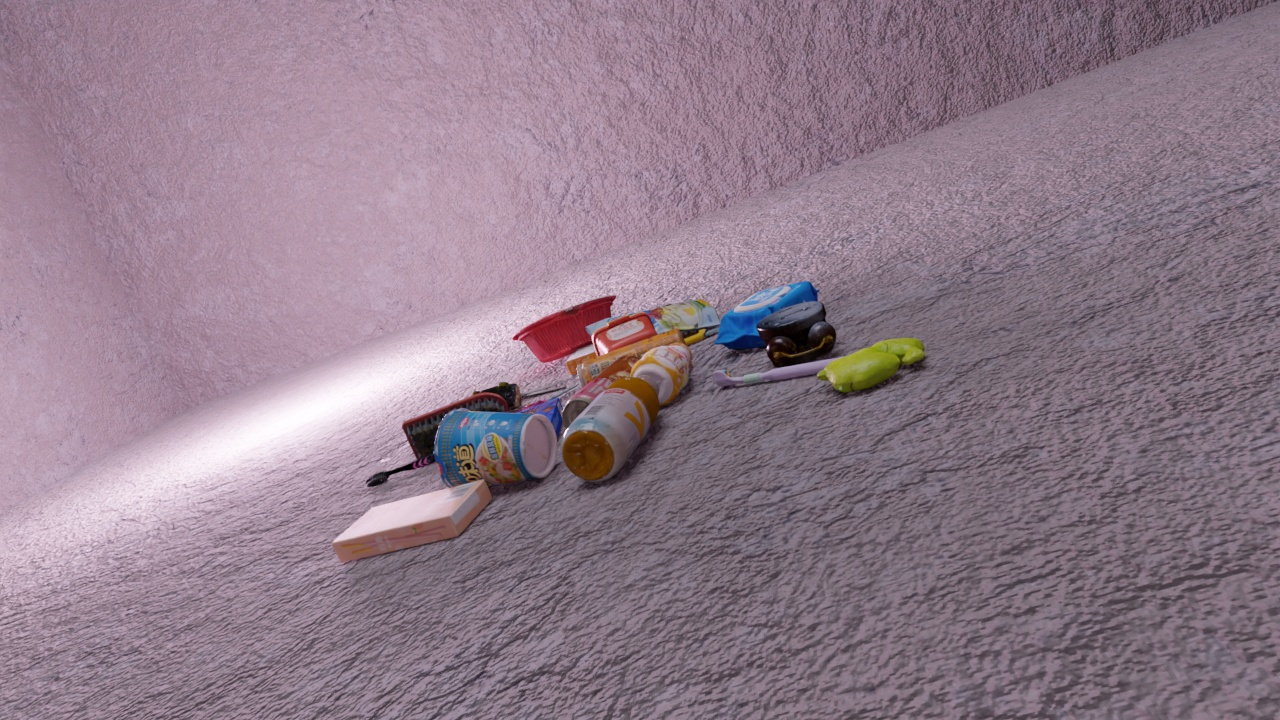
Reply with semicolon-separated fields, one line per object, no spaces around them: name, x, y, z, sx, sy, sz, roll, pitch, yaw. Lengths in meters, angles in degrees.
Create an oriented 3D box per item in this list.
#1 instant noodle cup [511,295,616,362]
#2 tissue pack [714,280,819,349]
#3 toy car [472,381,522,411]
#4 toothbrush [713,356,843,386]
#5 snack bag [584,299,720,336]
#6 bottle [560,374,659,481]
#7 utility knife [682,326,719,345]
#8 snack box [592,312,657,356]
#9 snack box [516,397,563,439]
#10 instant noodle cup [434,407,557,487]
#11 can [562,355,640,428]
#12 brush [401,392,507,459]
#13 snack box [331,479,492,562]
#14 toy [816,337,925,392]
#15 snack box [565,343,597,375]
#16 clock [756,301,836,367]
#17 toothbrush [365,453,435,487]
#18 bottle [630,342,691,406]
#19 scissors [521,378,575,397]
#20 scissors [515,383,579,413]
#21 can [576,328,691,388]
instant noodle cup;-0.120;-0.048;1.565;0.194;0.066;0.194;-21;-3;-1
tissue pack;0.170;-0.061;1.228;0.095;0.052;0.156;-11;16;41
toy car;-0.221;0.063;1.382;0.091;0.035;0.042;-16;56;23
toothbrush;0.164;0.010;1.016;0.190;0.029;0.021;-9;57;39
snack bag;0.017;-0.055;1.399;0.190;0.039;0.110;-13;33;-16
bottle;-0.024;0.064;0.983;0.068;0.068;0.189;-16;13;23
utility knife;0.046;-0.023;1.361;0.193;0.015;0.033;-21;15;0
snack box;-0.014;-0.017;1.294;0.091;0.082;0.080;-23;22;-7
snack box;-0.145;0.091;1.166;0.084;0.026;0.157;-20;12;4
instant noodle cup;-0.156;0.099;1.023;0.110;0.099;0.099;-5;18;27
can;-0.038;0.044;1.117;0.058;0.058;0.147;-14;14;29
brush;-0.257;0.086;1.294;0.145;0.063;0.069;-23;26;-10
snack box;-0.245;0.172;0.987;0.157;0.026;0.084;-17;13;22
toy;0.230;0.003;0.907;0.099;0.031;0.097;-31;17;-39
snack box;-0.041;-0.020;1.471;0.154;0.026;0.075;-19;13;14
clock;0.182;-0.027;1.060;0.082;0.055;0.121;-19;13;6
toothbrush;-0.287;0.136;1.249;0.189;0.014;0.017;-21;22;1
bottle;0.031;0.012;1.125;0.063;0.063;0.108;-15;14;26
scissors;-0.191;0.055;1.435;0.159;0.014;0.171;-27;15;-25
scissors;-0.129;0.055;1.299;0.137;0.017;0.077;-28;-4;-39
can;-0.007;0.007;1.221;0.146;0.058;0.058;-20;13;8
